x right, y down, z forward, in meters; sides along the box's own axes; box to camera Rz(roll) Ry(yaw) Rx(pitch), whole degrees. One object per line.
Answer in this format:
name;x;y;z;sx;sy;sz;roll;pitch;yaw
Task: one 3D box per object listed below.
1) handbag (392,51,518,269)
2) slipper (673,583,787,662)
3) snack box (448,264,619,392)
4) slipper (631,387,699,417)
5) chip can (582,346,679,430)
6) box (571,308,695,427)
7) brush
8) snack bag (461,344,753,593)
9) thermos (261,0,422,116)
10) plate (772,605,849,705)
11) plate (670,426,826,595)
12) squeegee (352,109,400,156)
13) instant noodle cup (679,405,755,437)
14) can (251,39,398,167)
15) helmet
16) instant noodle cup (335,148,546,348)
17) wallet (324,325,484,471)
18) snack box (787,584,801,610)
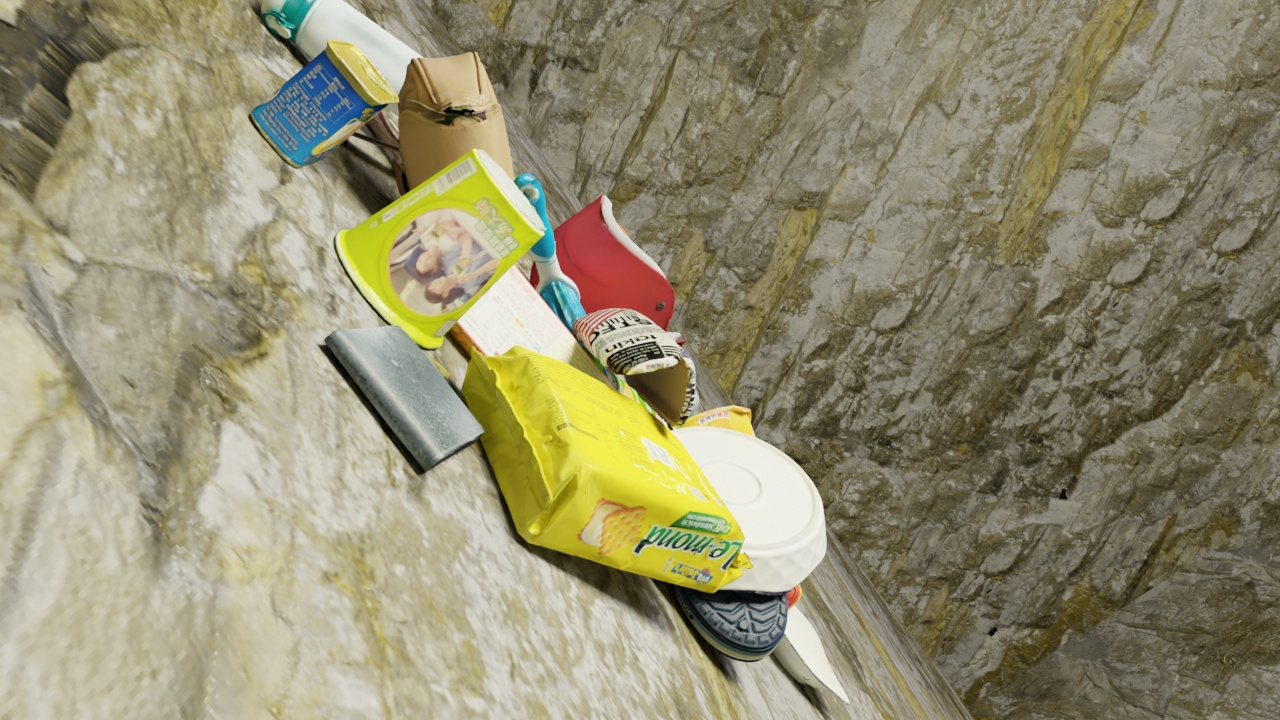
handbag;-0.165;-0.161;0.815;0.147;0.099;0.205;-123;-155;-56
slipper;0.077;0.189;0.896;0.105;0.095;0.252;9;34;-4
snack box;-0.091;-0.002;0.778;0.156;0.076;0.027;51;-32;-15
slipper;0.022;0.054;1.159;0.074;0.104;0.245;54;1;-6
chip can;-0.023;0.061;0.933;0.236;0.072;0.072;43;13;-53
box;-0.004;0.005;0.790;0.162;0.075;0.086;-145;-141;-66
brush;-0.081;-0.067;0.870;0.315;0.060;0.109;99;-29;-78
snack bag;-0.017;0.083;0.698;0.246;0.068;0.158;29;21;-44
thermos;-0.270;-0.300;0.927;0.224;0.073;0.073;33;13;-16
plate;0.173;0.322;1.079;0.164;0.034;0.163;50;8;-23
plate;0.080;0.130;0.862;0.205;0.046;0.204;10;30;-6
squeegee;-0.282;-0.270;0.993;0.247;0.040;0.249;10;35;-55
instant noodle cup;0.089;0.136;1.082;0.138;0.138;0.109;40;23;-60
can;-0.243;-0.198;0.710;0.057;0.083;0.102;51;7;-16
helmet;-0.050;-0.066;1.113;0.207;0.144;0.240;55;-8;29
instant noodle cup;-0.140;-0.088;0.680;0.111;0.123;0.111;52;7;-9
wallet;-0.143;0.018;0.578;0.097;0.019;0.120;53;5;-1
snack box;0.113;0.228;0.975;0.080;0.082;0.091;32;19;-43
